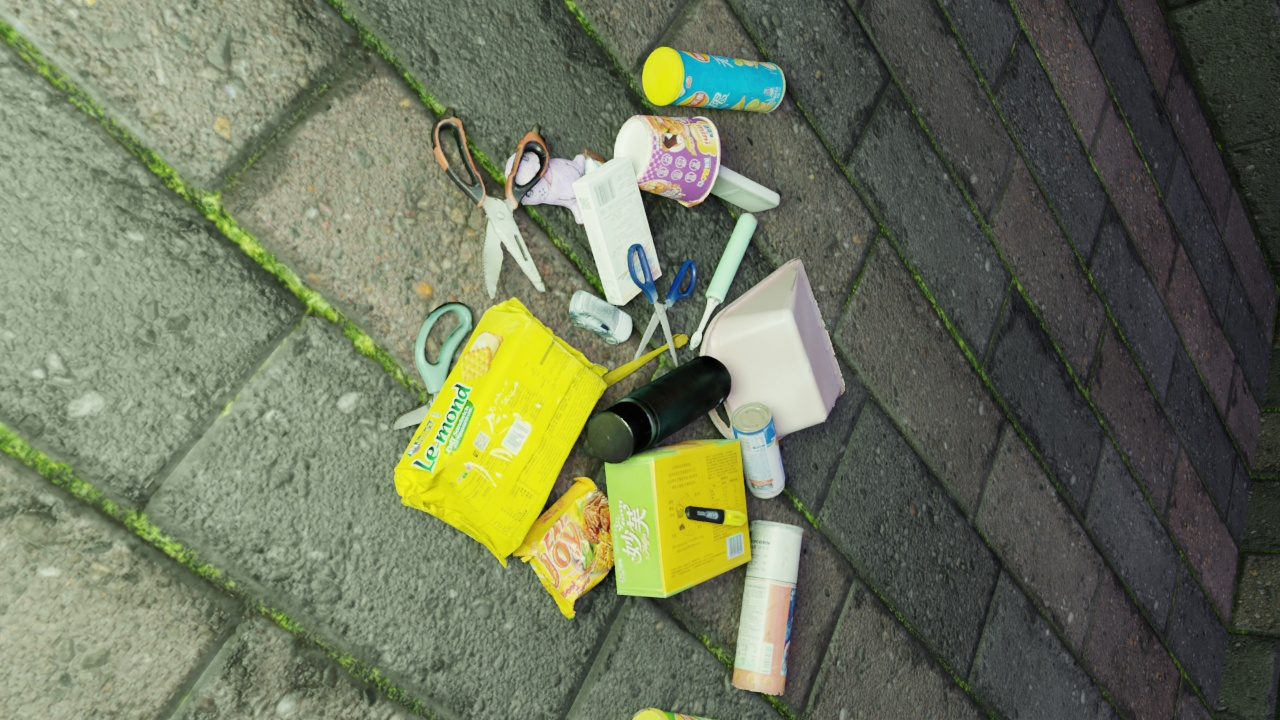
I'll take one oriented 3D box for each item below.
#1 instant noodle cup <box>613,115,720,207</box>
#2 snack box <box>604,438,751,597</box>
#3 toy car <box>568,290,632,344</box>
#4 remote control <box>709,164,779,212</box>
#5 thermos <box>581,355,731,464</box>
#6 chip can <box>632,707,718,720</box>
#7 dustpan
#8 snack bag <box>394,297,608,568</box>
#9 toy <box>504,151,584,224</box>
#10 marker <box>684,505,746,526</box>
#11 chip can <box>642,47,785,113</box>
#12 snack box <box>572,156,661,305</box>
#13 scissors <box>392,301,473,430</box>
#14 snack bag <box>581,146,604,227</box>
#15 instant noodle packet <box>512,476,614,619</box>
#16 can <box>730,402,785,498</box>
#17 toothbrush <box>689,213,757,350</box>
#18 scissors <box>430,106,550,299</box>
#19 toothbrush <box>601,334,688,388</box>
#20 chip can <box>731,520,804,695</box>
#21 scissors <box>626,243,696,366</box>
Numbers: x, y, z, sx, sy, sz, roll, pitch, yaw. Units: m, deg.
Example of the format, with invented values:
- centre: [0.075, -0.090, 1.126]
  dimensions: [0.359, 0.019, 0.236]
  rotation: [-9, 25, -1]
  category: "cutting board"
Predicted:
- centre: [0.029, -0.252, 1.129]
  dimensions: [0.099, 0.112, 0.111]
  rotation: [2, 84, -35]
  category: "instant noodle cup"
- centre: [0.049, 0.179, 1.089]
  dimensions: [0.209, 0.070, 0.157]
  rotation: [-3, 87, -56]
  category: "snack box"
- centre: [-0.045, -0.052, 1.086]
  dimensions: [0.090, 0.034, 0.042]
  rotation: [29, 63, -37]
  category: "toy car"
- centre: [0.128, -0.234, 1.244]
  dimensions: [0.135, 0.056, 0.020]
  rotation: [16, 76, -39]
  category: "remote control"
- centre: [0.017, 0.057, 1.076]
  dimensions: [0.241, 0.090, 0.068]
  rotation: [-24, 88, -56]
  category: "thermos"
- centre: [0.084, 0.471, 1.114]
  dimensions: [0.221, 0.073, 0.072]
  rotation: [26, 69, -37]
  category: "chip can"
- centre: [0.181, -0.003, 1.297]
  dimensions: [0.222, 0.139, 0.272]
  rotation: [69, 22, -10]
  category: "dustpan"
- centre: [-0.135, 0.070, 0.947]
  dimensions: [0.158, 0.068, 0.246]
  rotation: [42, 63, -34]
  category: "snack bag"
- centre: [-0.107, -0.201, 1.042]
  dimensions: [0.107, 0.039, 0.084]
  rotation: [2, 82, -42]
  category: "toy"
- centre: [0.088, 0.181, 1.067]
  dimensions: [0.124, 0.015, 0.018]
  rotation: [19, 64, -52]
  category: "marker"
- centre: [0.102, -0.371, 1.225]
  dimensions: [0.209, 0.071, 0.071]
  rotation: [-10, 92, -42]
  category: "chip can"
- centre: [-0.025, -0.154, 1.092]
  dimensions: [0.084, 0.027, 0.157]
  rotation: [-41, 126, -40]
  category: "snack box"
- centre: [-0.178, 0.032, 0.968]
  dimensions: [0.181, 0.019, 0.170]
  rotation: [26, 67, -38]
  category: "scissors"
- centre: [-0.055, -0.201, 1.098]
  dimensions: [0.048, 0.026, 0.104]
  rotation: [9, 80, -55]
  category: "snack bag"
- centre: [-0.072, 0.207, 1.025]
  dimensions: [0.128, 0.044, 0.111]
  rotation: [-46, 112, -35]
  category: "instant noodle packet"
- centre: [0.155, 0.120, 1.201]
  dimensions: [0.053, 0.053, 0.135]
  rotation: [-51, 139, -33]
  category: "can"
- centre: [0.110, -0.108, 1.233]
  dimensions: [0.026, 0.027, 0.224]
  rotation: [24, 64, 1]
  category: "toothbrush"
- centre: [-0.152, -0.174, 0.972]
  dimensions: [0.189, 0.015, 0.225]
  rotation: [31, 63, -12]
  category: "scissors"
- centre: [-0.007, 0.007, 1.123]
  dimensions: [0.189, 0.017, 0.016]
  rotation: [-30, 105, -40]
  category: "toothbrush"
- centre: [0.167, 0.323, 1.205]
  dimensions: [0.071, 0.071, 0.214]
  rotation: [21, 72, -38]
  category: "chip can"
- centre: [0.023, -0.073, 1.126]
  dimensions: [0.162, 0.012, 0.172]
  rotation: [55, 51, -37]
  category: "scissors"
